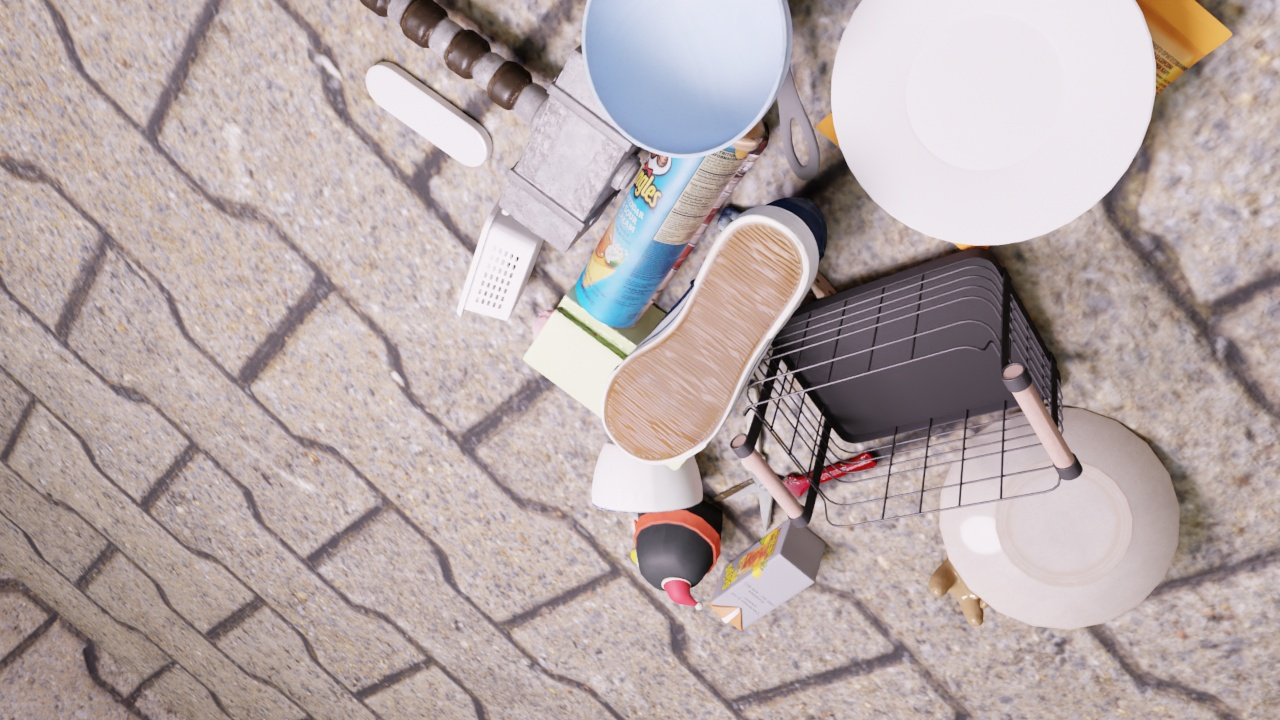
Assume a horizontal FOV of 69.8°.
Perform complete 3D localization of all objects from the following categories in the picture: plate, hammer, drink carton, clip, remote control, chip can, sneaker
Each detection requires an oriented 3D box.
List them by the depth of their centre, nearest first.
[{"bbox_3d":[0.231,-0.180,0.623,0.209,0.015,0.209,18,124,27],"label":"plate"},{"bbox_3d":[-0.137,-0.250,0.769,0.326,0.079,0.177,37,132,-1],"label":"hammer"},{"bbox_3d":[0.350,0.134,0.769,0.189,0.027,0.188,0,91,13],"label":"plate"},{"bbox_3d":[0.021,-0.125,0.783,0.080,0.079,0.230,35,133,-1],"label":"chip can"},{"bbox_3d":[0.063,-0.028,0.783,0.121,0.127,0.295,40,128,7],"label":"sneaker"},{"bbox_3d":[0.163,-0.054,0.799,0.060,0.024,0.041,28,135,-5],"label":"clip"},{"bbox_3d":[-0.198,-0.230,0.860,0.136,0.013,0.043,35,132,0],"label":"remote control"},{"bbox_3d":[0.136,0.232,0.993,0.048,0.076,0.125,39,128,-4],"label":"drink carton"}]

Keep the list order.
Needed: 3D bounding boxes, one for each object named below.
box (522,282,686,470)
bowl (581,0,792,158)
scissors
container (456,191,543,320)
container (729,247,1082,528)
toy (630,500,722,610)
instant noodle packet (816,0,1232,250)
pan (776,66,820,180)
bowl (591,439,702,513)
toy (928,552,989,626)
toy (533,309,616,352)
[{"bbox_3d":[-0.003,0.004,0.869,0.188,0.130,0.064,37,176,-1],"label":"box"},{"bbox_3d":[0.041,-0.221,0.638,0.151,0.074,0.151,10,112,25],"label":"bowl"},{"bbox_3d":[0.136,0.099,0.932,0.199,0.015,0.179,-20,114,38],"label":"scissors"},{"bbox_3d":[-0.129,-0.098,0.883,0.049,0.080,0.130,24,132,-5],"label":"container"},{"bbox_3d":[0.213,0.036,0.749,0.242,0.130,0.163,-19,123,36],"label":"container"},{"bbox_3d":[0.037,0.202,0.993,0.100,0.119,0.097,-12,121,27],"label":"toy"},{"bbox_3d":[0.252,-0.191,0.641,0.160,0.032,0.221,40,132,-1],"label":"instant noodle packet"},{"bbox_3d":[0.077,-0.298,0.644,0.217,0.024,0.355,-6,115,31],"label":"pan"},{"bbox_3d":[0.006,0.115,0.953,0.116,0.116,0.065,-1,94,28],"label":"bowl"},{"bbox_3d":[0.325,0.185,0.850,0.134,0.105,0.108,39,121,-9],"label":"toy"},{"bbox_3d":[-0.066,-0.002,0.941,0.108,0.053,0.105,30,147,3],"label":"toy"}]
